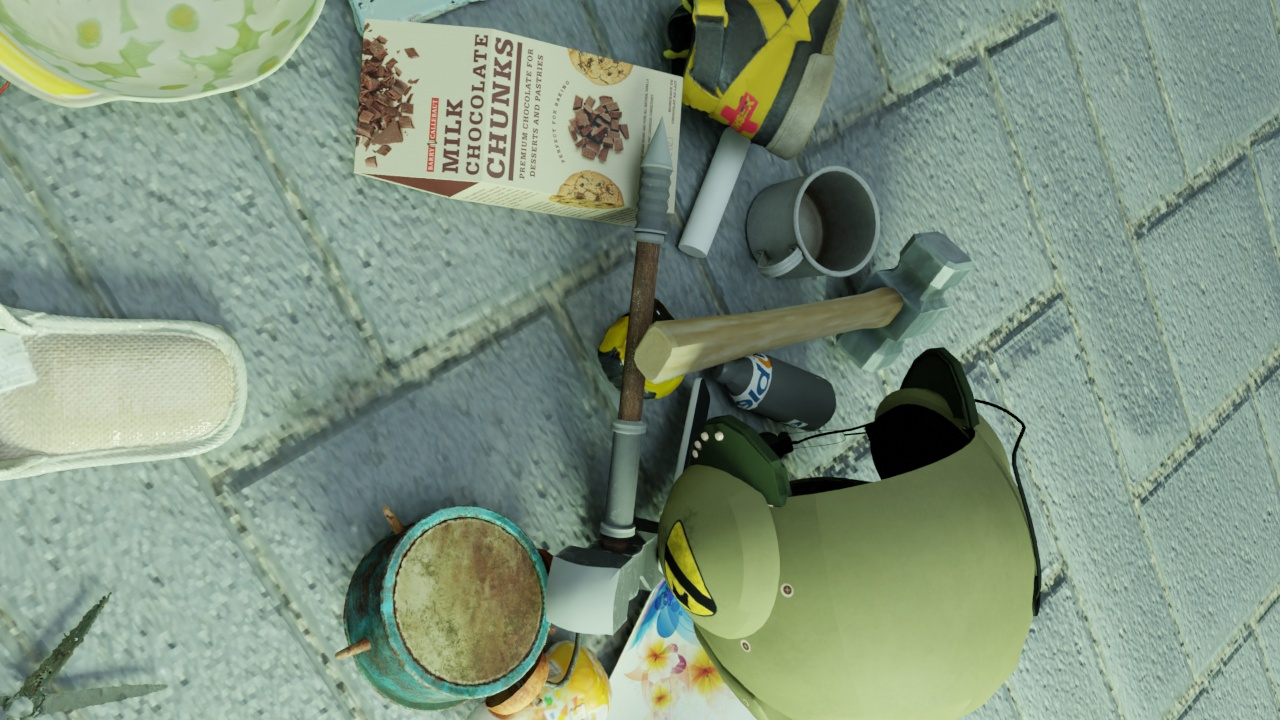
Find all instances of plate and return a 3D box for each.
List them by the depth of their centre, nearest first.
[{"bbox_3d":[0.057,0.254,0.719,0.187,0.016,0.186,34,75,-25],"label":"plate"}]

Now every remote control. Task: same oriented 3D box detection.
[{"bbox_3d":[0.033,0.086,0.675,0.045,0.008,0.146,64,35,-63],"label":"remote control"}]

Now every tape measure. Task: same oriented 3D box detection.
[{"bbox_3d":[0.005,-0.003,0.674,0.064,0.037,0.065,-42,109,-22],"label":"tape measure"}]

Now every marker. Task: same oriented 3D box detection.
[{"bbox_3d":[0.065,-0.143,0.713,0.027,0.023,0.133,31,76,-41],"label":"marker"}]

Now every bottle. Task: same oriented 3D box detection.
[{"bbox_3d":[-0.075,0.237,0.621,0.109,0.063,0.063,-23,101,-25],"label":"bottle"},{"bbox_3d":[0.104,0.022,0.724,0.112,0.047,0.047,21,81,-28],"label":"bottle"}]

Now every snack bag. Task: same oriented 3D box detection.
[{"bbox_3d":[-0.081,-0.154,0.607,0.206,0.070,0.094,4,89,-28],"label":"snack bag"}]

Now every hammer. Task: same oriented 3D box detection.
[{"bbox_3d":[-0.004,0.005,0.602,0.043,0.156,0.322,7,94,15],"label":"hammer"},{"bbox_3d":[0.119,-0.027,0.650,0.322,0.118,0.051,-12,53,-44],"label":"hammer"}]

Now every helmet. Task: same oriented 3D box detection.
[{"bbox_3d":[0.127,0.127,0.607,0.249,0.256,0.233,-16,95,-26],"label":"helmet"}]

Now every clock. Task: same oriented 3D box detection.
[{"bbox_3d":[-0.107,0.162,0.585,0.157,0.074,0.121,28,55,-26],"label":"clock"}]

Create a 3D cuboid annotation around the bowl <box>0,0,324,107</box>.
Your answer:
[{"bbox_3d":[-0.275,-0.231,0.506,0.188,0.060,0.219,35,74,-24],"label":"bowl"}]

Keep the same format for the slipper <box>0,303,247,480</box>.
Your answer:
[{"bbox_3d":[-0.344,0.011,0.477,0.262,0.052,0.115,1,91,-29],"label":"slipper"}]

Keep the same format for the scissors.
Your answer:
[{"bbox_3d":[-0.356,0.196,0.496,0.157,0.013,0.170,29,77,-27],"label":"scissors"}]

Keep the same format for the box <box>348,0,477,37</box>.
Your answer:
[{"bbox_3d":[-0.097,-0.284,0.578,0.197,0.078,0.122,-33,146,-23],"label":"box"}]

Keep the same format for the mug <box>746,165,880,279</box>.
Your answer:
[{"bbox_3d":[0.125,-0.098,0.719,0.113,0.071,0.084,-38,108,-23],"label":"mug"}]

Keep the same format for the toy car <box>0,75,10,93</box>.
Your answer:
[{"bbox_3d":[-0.367,-0.173,0.469,0.042,0.036,0.091,-48,111,-20],"label":"toy car"}]

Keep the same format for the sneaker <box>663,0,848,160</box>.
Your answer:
[{"bbox_3d":[0.090,-0.267,0.692,0.122,0.086,0.238,20,62,-8],"label":"sneaker"}]
